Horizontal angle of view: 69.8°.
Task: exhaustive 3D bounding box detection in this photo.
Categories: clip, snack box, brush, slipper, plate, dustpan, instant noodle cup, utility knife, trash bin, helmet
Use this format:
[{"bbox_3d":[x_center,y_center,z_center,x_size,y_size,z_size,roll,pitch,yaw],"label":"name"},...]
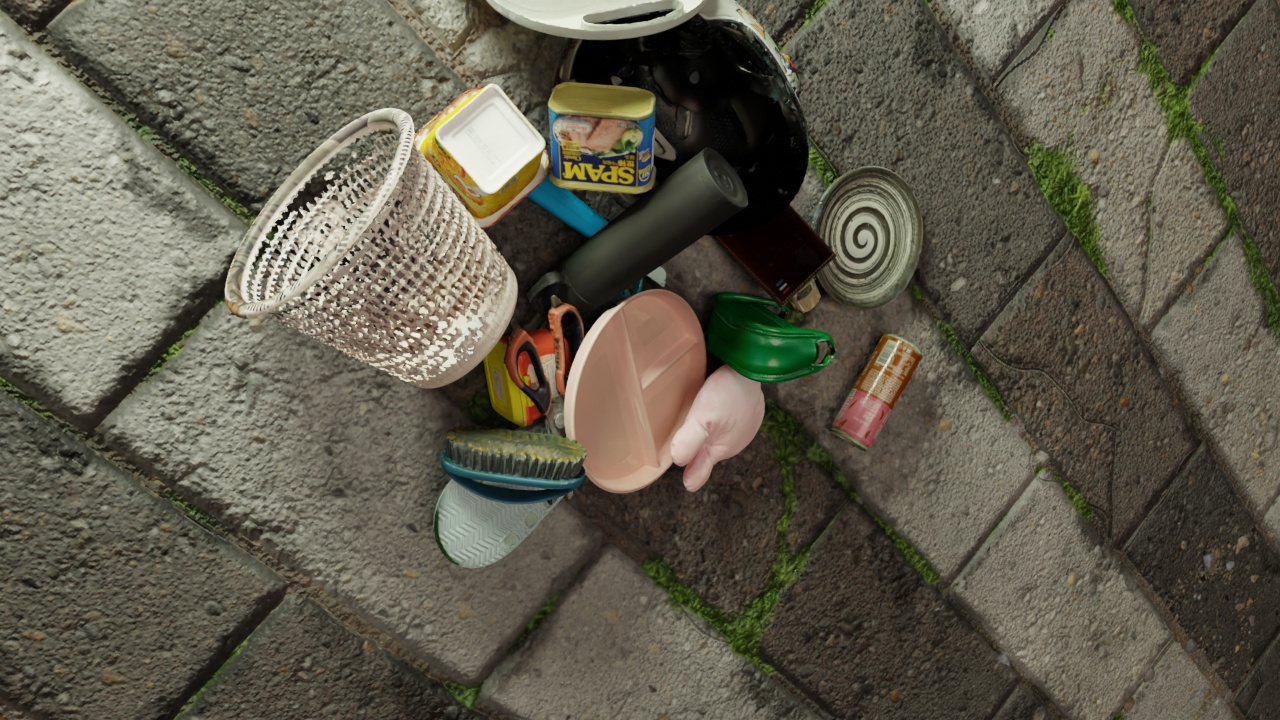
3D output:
[{"bbox_3d":[-0.010,-0.073,1.042,0.038,0.013,0.055,-8,105,-22],"label":"clip"},{"bbox_3d":[-0.116,0.014,0.978,0.080,0.082,0.091,-18,115,-28],"label":"snack box"},{"bbox_3d":[-0.127,0.108,0.913,0.144,0.055,0.074,9,114,-8],"label":"brush"},{"bbox_3d":[-0.129,0.119,1.001,0.244,0.074,0.104,-39,114,-29],"label":"slipper"},{"bbox_3d":[0.278,-0.152,1.144,0.179,0.024,0.179,-5,101,-28],"label":"plate"},{"bbox_3d":[-0.060,-0.363,0.826,0.222,0.258,0.143,-18,113,-20],"label":"dustpan"},{"bbox_3d":[-0.150,-0.201,0.879,0.116,0.124,0.116,-44,102,-9],"label":"instant noodle cup"},{"bbox_3d":[-0.051,-0.145,1.002,0.216,0.018,0.034,34,84,-24],"label":"utility knife"},{"bbox_3d":[-0.228,-0.083,0.846,0.227,0.227,0.192,-52,128,-6],"label":"trash bin"},{"bbox_3d":[0.048,-0.272,0.934,0.274,0.231,0.156,37,42,-28],"label":"helmet"},{"bbox_3d":[-0.004,0.033,1.013,0.228,0.028,0.230,-22,119,-47],"label":"plate"}]

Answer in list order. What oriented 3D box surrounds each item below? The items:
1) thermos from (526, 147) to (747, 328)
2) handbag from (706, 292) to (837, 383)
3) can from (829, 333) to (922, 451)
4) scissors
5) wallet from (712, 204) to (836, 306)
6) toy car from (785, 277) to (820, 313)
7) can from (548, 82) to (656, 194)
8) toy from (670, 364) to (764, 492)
[{"bbox_3d":[-0.012,-0.115,0.919,0.089,0.243,0.068,-10,69,-59],"label":"thermos"},{"bbox_3d":[0.146,-0.031,1.057,0.120,0.131,0.068,-6,115,-27],"label":"handbag"},{"bbox_3d":[0.304,0.041,1.182,0.058,0.058,0.147,32,88,-26],"label":"can"},{"bbox_3d":[-0.096,0.047,0.943,0.204,0.015,0.202,38,74,-45],"label":"scissors"},{"bbox_3d":[0.156,-0.136,1.073,0.096,0.020,0.122,-42,87,-11],"label":"wallet"},{"bbox_3d":[0.189,-0.098,1.114,0.042,0.035,0.090,-38,116,-11],"label":"toy car"},{"bbox_3d":[-0.036,-0.209,0.861,0.102,0.057,0.083,6,136,4],"label":"can"},{"bbox_3d":[0.090,0.076,1.080,0.159,0.054,0.121,-45,133,-27],"label":"toy"}]
